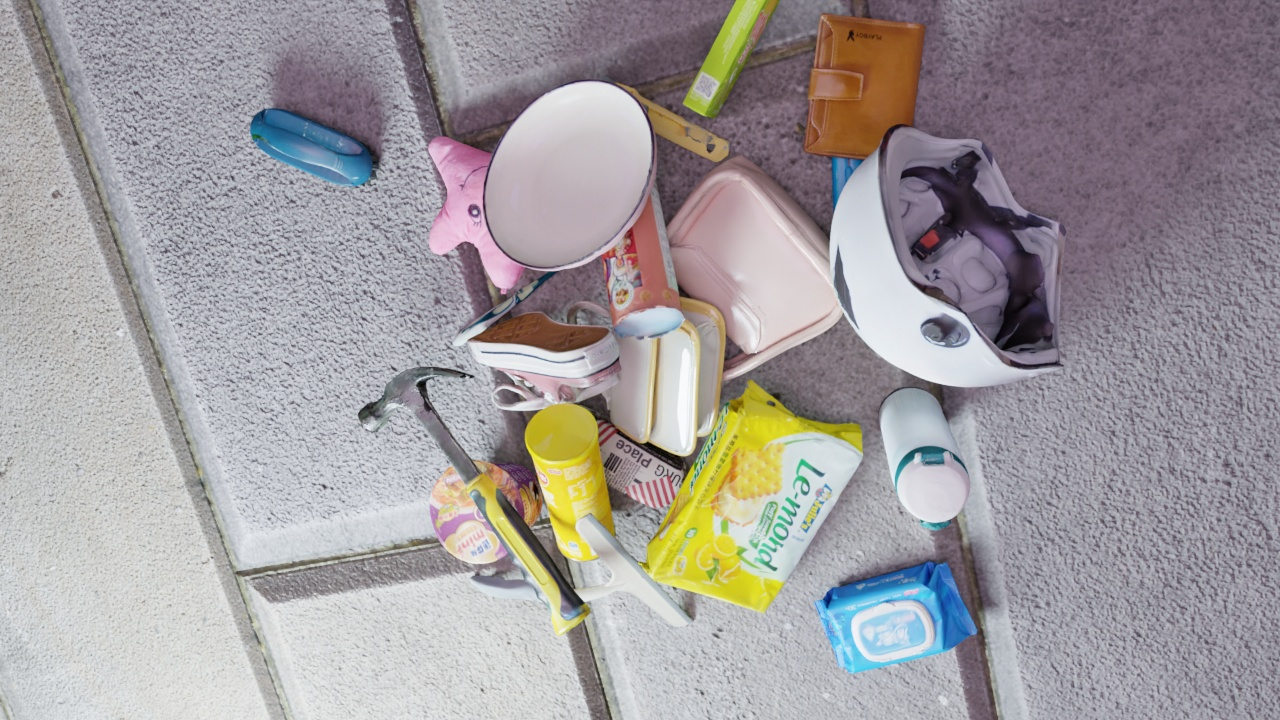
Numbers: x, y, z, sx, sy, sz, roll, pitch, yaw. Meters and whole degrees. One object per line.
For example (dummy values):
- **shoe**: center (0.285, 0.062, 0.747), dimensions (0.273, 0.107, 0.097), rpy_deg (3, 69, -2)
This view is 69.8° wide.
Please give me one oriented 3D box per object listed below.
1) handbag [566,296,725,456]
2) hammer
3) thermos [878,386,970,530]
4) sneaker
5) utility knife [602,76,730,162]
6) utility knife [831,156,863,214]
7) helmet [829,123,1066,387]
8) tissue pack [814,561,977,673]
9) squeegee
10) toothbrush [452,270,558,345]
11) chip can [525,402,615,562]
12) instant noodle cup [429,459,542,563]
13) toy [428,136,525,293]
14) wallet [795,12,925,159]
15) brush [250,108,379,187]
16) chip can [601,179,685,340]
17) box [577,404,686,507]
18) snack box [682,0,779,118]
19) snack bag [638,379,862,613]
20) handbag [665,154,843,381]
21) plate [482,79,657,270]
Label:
- **handbag**: center (-0.006, 0.006, 0.969), dimensions (0.179, 0.063, 0.164), rpy_deg (17, 122, 25)
- **hammer**: center (-0.160, 0.142, 0.962), dimensions (0.126, 0.032, 0.323), rpy_deg (-40, 82, 13)
- **thermos**: center (0.267, 0.089, 0.871), dimensions (0.073, 0.223, 0.073), rpy_deg (3, 104, 10)
- **sneaker**: center (-0.098, 0.007, 0.944), dimensions (0.241, 0.118, 0.088), rpy_deg (10, 122, 52)
- **utility knife**: center (0.024, -0.248, 0.947), dimensions (0.151, 0.018, 0.031), rpy_deg (26, 113, -1)
- **utility knife**: center (0.205, -0.218, 0.916), dimensions (0.034, 0.018, 0.166), rpy_deg (-4, 101, 12)
- **helmet**: center (0.265, -0.082, 0.847), dimensions (0.258, 0.228, 0.146), rpy_deg (28, 144, -21)
- **tissue pack**: center (0.278, 0.283, 1.005), dimensions (0.157, 0.052, 0.095), rpy_deg (-20, 99, 15)
- **squeegee**: center (-0.103, 0.260, 1.050), dimensions (0.247, 0.039, 0.246), rpy_deg (-9, 137, 29)
- **toothbrush**: center (-0.139, -0.070, 1.018), dimensions (0.192, 0.018, 0.016), rpy_deg (-34, 70, 16)
- **chip can**: center (-0.069, 0.135, 0.968), dimensions (0.072, 0.071, 0.214), rpy_deg (5, 142, 10)
- **instant noodle cup**: center (-0.164, 0.162, 1.031), dimensions (0.112, 0.099, 0.111), rpy_deg (0, 92, 16)
- **toy**: center (-0.135, -0.159, 0.963), dimensions (0.195, 0.074, 0.178), rpy_deg (-3, 89, 13)
- **wallet**: center (0.208, -0.261, 0.885), dimensions (0.119, 0.035, 0.131), rpy_deg (4, 100, -9)
- **brush**: center (-0.358, -0.231, 0.993), dimensions (0.144, 0.073, 0.055), rpy_deg (24, 102, 5)
- **chip can**: center (-0.009, -0.130, 0.898), dimensions (0.071, 0.071, 0.214), rpy_deg (-16, 68, 14)
- **box**: center (-0.025, 0.105, 1.030), dimensions (0.164, 0.064, 0.074), rpy_deg (30, 84, 2)
- **snack box**: center (0.094, -0.309, 0.880), dimensions (0.026, 0.085, 0.156), rpy_deg (31, 106, 4)
- **snack bag**: center (0.114, 0.149, 0.975), dimensions (0.158, 0.068, 0.247), rpy_deg (22, 107, -22)
- **handbag**: center (0.083, -0.072, 0.951), dimensions (0.193, 0.093, 0.235), rpy_deg (47, 115, -3)
- **plate**: center (-0.064, -0.172, 0.875), dimensions (0.193, 0.039, 0.192), rpy_deg (-9, 72, 28)
